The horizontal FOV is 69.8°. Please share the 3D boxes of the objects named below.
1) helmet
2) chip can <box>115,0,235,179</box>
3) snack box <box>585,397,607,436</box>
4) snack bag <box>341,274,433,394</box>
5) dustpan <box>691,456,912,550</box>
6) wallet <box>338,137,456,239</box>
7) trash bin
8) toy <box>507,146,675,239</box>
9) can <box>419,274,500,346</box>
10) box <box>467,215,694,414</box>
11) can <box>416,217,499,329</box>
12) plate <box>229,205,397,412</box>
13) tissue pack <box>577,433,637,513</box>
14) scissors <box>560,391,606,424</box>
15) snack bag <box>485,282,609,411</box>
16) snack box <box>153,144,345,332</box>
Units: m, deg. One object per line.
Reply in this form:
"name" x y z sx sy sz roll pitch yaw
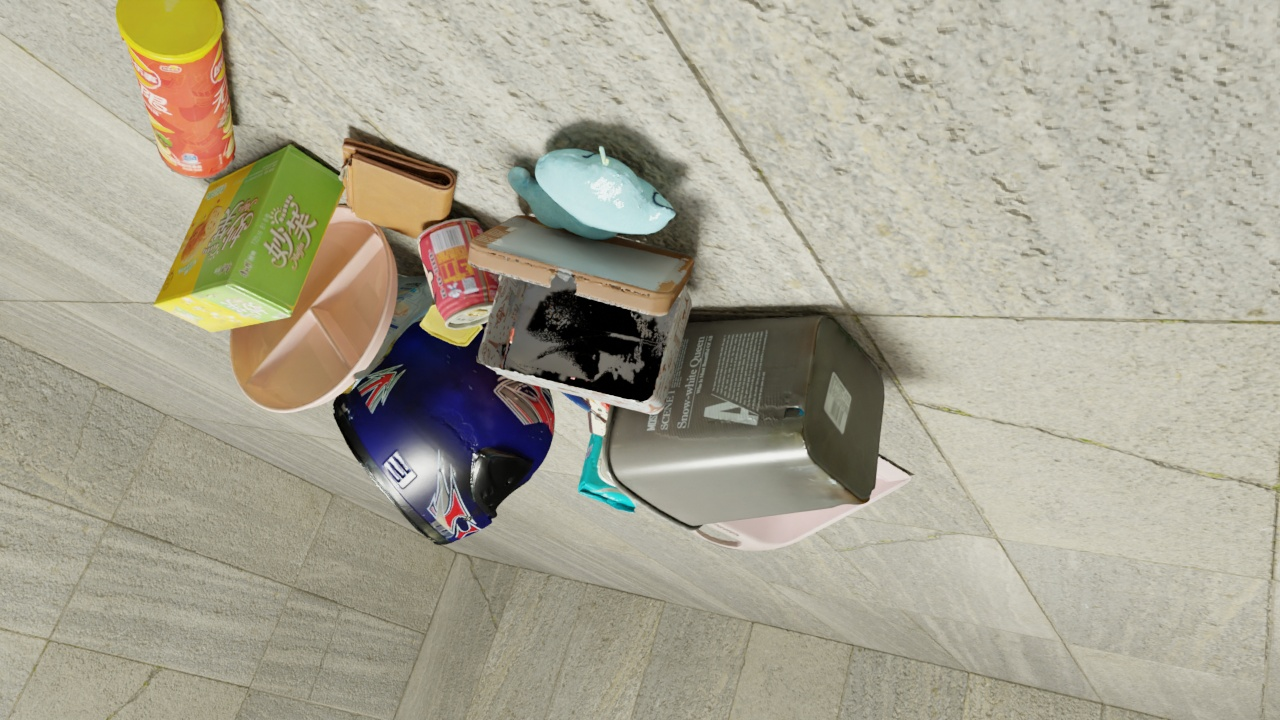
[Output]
"helmet" -0.228 0.082 1.178 0.247 0.240 0.316 51 169 32
"chip can" -0.385 -0.230 0.774 0.073 0.073 0.217 24 159 -14
"snack box" -0.013 0.059 1.170 0.113 0.053 0.126 17 139 18
"snack bag" -0.295 -0.039 1.029 0.110 0.190 0.039 -4 128 36
"dustpan" 0.189 0.184 1.238 0.222 0.138 0.274 29 158 -24
"wallet" -0.234 -0.159 0.882 0.108 0.031 0.132 18 159 -9
"trash bin" 0.111 0.059 0.936 0.220 0.198 0.198 -9 147 39
"toy" -0.043 -0.136 0.755 0.161 0.049 0.156 23 168 11
"can" -0.191 -0.072 0.990 0.057 0.083 0.102 24 159 -16
"box" -0.052 -0.052 0.822 0.183 0.155 0.187 13 173 11
"can" -0.176 -0.084 0.904 0.066 0.093 0.066 -19 170 -4
"plate" -0.343 -0.054 0.965 0.230 0.229 0.028 6 167 31
"tissue pack" -0.036 0.154 1.359 0.093 0.133 0.050 21 156 -16
"scissors" -0.063 0.059 1.126 0.165 0.012 0.156 41 178 -36
"snack bag" -0.083 0.000 1.029 0.208 0.073 0.128 49 173 -35
"snack box" -0.405 -0.120 0.944 0.211 0.157 0.070 -4 153 45
